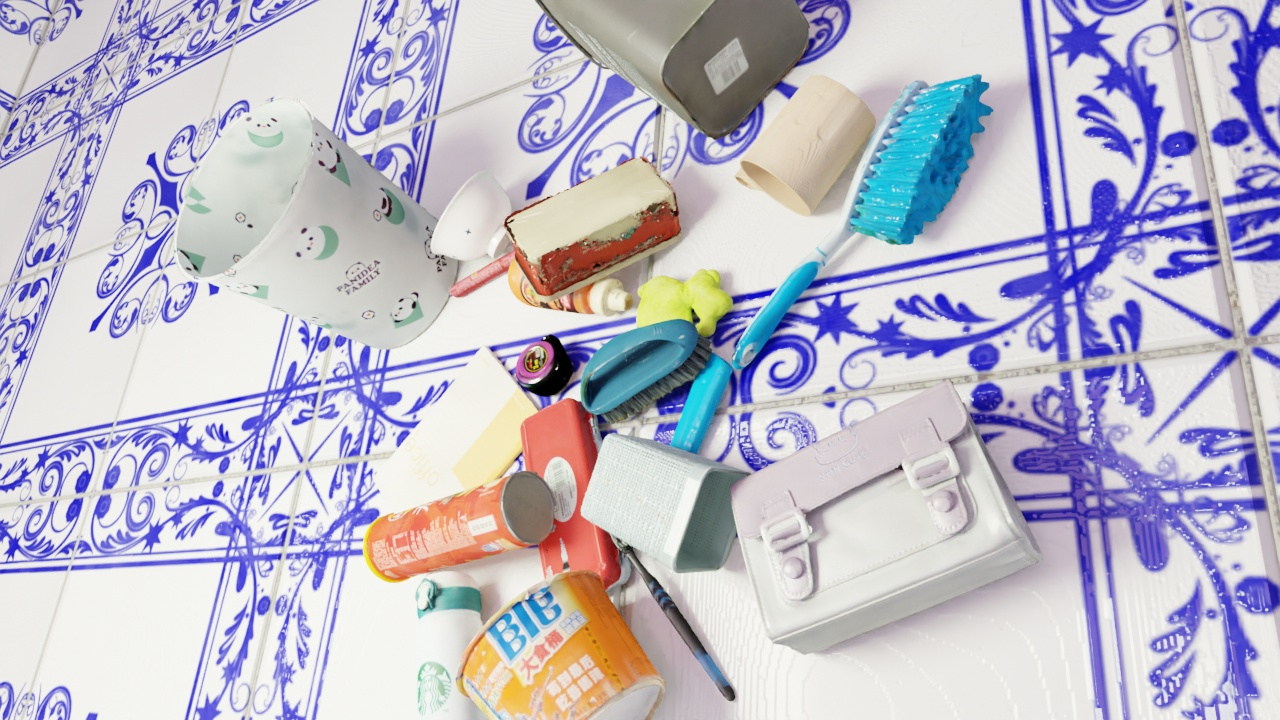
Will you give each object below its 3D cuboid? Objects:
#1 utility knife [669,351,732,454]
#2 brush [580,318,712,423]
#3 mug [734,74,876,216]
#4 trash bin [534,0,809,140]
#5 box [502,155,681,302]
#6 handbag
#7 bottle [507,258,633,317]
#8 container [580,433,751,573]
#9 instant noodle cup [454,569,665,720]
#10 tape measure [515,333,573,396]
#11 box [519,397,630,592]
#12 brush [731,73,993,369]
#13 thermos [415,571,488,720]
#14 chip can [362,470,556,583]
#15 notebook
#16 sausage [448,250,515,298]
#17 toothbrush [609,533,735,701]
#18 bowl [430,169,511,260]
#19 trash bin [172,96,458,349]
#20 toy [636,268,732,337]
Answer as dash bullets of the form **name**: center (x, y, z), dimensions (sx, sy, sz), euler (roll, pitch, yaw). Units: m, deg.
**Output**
- **utility knife**: center (0.041, 0.080, 0.848), dimensions (0.034, 0.018, 0.185), euler (16, 80, 45)
- **brush**: center (-0.005, 0.005, 0.872), dimensions (0.144, 0.073, 0.055), euler (-33, 40, 29)
- **mug**: center (0.151, -0.206, 0.877), dimensions (0.103, 0.084, 0.124), euler (-52, 24, 1)
- **trash bin**: center (0.037, -0.368, 0.960), dimensions (0.199, 0.199, 0.219), euler (-46, 57, 10)
- **box**: center (-0.048, -0.140, 0.935), dimensions (0.168, 0.077, 0.091), euler (-27, 51, -10)
- **handbag**: center (0.174, 0.117, 0.692), dimensions (0.197, 0.098, 0.144), euler (-30, 49, 20)
- **bottle**: center (-0.071, -0.078, 0.977), dimensions (0.150, 0.066, 0.066), euler (18, 79, 32)
- **container**: center (0.020, 0.117, 0.785), dimensions (0.111, 0.090, 0.090), euler (21, 92, 35)
- **instant noodle cup**: center (-0.059, 0.264, 0.753), dimensions (0.151, 0.151, 0.111), euler (-49, 59, 5)
- **tape measure**: center (-0.100, 0.009, 0.967), dimensions (0.058, 0.039, 0.057), euler (-38, 52, 8)
- **box**: center (-0.063, 0.133, 0.886), dimensions (0.087, 0.047, 0.201), euler (-28, 55, 20)
- **brush**: center (0.193, -0.115, 0.817), dimensions (0.109, 0.060, 0.314), euler (26, 87, 45)
- **thermos**: center (-0.177, 0.310, 0.855), dimensions (0.073, 0.073, 0.223), euler (-24, 57, 24)
- **chip can**: center (-0.180, 0.164, 0.892), dimensions (0.217, 0.073, 0.073), euler (-22, 57, 37)
- **notebook**: center (-0.204, 0.100, 1.013), dimensions (0.206, 0.010, 0.146), euler (-49, 51, 6)
- **sausage**: center (-0.168, -0.110, 1.083), dimensions (0.156, 0.020, 0.020), euler (-25, 56, 23)
- **toothbrush**: center (0.023, 0.210, 0.786), dimensions (0.014, 0.016, 0.189), euler (-29, 58, -16)
- **bowl**: center (-0.185, -0.157, 1.079), dimensions (0.065, 0.118, 0.118), euler (35, 90, 1)
- **trash bin**: center (-0.367, -0.142, 1.086), dimensions (0.230, 0.251, 0.229), euler (-16, 60, 29)
- **toy**: center (0.039, -0.053, 0.904), dimensions (0.100, 0.031, 0.096), euler (-35, 55, 16)
